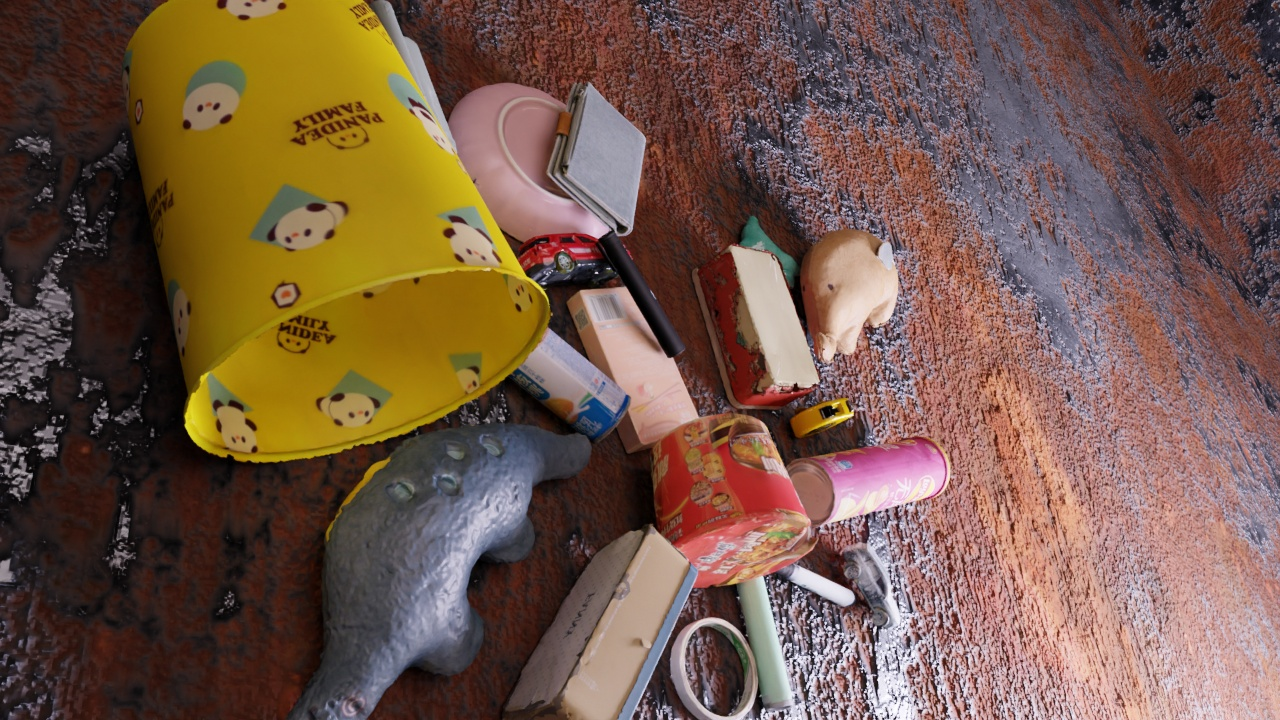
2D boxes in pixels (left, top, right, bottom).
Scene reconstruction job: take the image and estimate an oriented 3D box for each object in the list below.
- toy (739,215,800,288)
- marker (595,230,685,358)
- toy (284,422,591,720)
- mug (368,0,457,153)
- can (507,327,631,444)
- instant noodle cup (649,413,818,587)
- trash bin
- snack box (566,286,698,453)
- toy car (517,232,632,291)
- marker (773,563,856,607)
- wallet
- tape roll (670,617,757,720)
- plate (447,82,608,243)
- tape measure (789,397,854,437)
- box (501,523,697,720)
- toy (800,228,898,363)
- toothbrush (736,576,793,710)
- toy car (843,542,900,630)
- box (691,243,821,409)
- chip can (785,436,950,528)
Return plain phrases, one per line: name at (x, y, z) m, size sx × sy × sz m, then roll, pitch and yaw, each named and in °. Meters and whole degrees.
toy at (0.150, -0.114, 1.067) m, size 0.092 × 0.030 × 0.096 m, roll 35°, pitch 49°, yaw -17°
marker at (0.001, -0.060, 0.850) m, size 0.022 × 0.020 × 0.132 m, roll -39°, pitch 107°, yaw -24°
toy at (-0.142, 0.127, 0.633) m, size 0.355 × 0.092 × 0.138 m, roll -53°, pitch 130°, yaw -44°
mug at (-0.204, -0.214, 0.758) m, size 0.083 × 0.124 × 0.103 m, roll -18°, pitch 79°, yaw -24°
can at (-0.074, 0.010, 0.778) m, size 0.134 × 0.053 × 0.053 m, roll 40°, pitch 45°, yaw -14°
instant noodle cup at (0.069, 0.118, 0.787) m, size 0.137 × 0.138 × 0.108 m, roll 13°, pitch 48°, yaw -35°
trash bin at (-0.215, -0.096, 0.613) m, size 0.229 × 0.230 × 0.255 m, roll -9°, pitch 65°, yaw -43°
snack box at (-0.005, 0.005, 0.860) m, size 0.084 × 0.026 × 0.157 m, roll -9°, pitch 71°, yaw -44°
toy car at (-0.061, -0.093, 0.853) m, size 0.120 × 0.053 × 0.045 m, roll -4°, pitch 73°, yaw -44°
marker at (0.160, 0.209, 0.874) m, size 0.130 × 0.023 × 0.018 m, roll 31°, pitch 74°, yaw -33°
wallet at (-0.042, -0.197, 0.888) m, size 0.106 × 0.037 × 0.129 m, roll 37°, pitch 46°, yaw -34°
tape roll at (0.063, 0.260, 0.771) m, size 0.085 × 0.014 × 0.085 m, roll 21°, pitch 53°, yaw -31°
plate at (-0.095, -0.197, 0.898) m, size 0.192 × 0.039 × 0.192 m, roll 21°, pitch 53°, yaw -31°
tape measure at (0.186, 0.059, 0.969) m, size 0.057 × 0.060 × 0.029 m, roll -10°, pitch 71°, yaw -38°
box at (-0.030, 0.209, 0.671) m, size 0.059 × 0.090 × 0.183 m, roll 43°, pitch 47°, yaw -13°
toy at (0.232, -0.078, 1.074) m, size 0.225 × 0.083 × 0.143 m, roll -36°, pitch 101°, yaw -46°
toothbrush at (0.099, 0.200, 0.831) m, size 0.027 × 0.026 × 0.224 m, roll 35°, pitch 39°, yaw -59°
toy car at (0.233, 0.224, 0.917) m, size 0.090 × 0.034 × 0.043 m, roll 62°, pitch 15°, yaw 7°
box at (0.125, -0.039, 0.963) m, size 0.091 × 0.077 × 0.168 m, roll 4°, pitch 62°, yaw -40°
chip can at (0.240, 0.125, 0.964) m, size 0.210 × 0.072 × 0.071 m, roll -3°, pitch 67°, yaw -42°
